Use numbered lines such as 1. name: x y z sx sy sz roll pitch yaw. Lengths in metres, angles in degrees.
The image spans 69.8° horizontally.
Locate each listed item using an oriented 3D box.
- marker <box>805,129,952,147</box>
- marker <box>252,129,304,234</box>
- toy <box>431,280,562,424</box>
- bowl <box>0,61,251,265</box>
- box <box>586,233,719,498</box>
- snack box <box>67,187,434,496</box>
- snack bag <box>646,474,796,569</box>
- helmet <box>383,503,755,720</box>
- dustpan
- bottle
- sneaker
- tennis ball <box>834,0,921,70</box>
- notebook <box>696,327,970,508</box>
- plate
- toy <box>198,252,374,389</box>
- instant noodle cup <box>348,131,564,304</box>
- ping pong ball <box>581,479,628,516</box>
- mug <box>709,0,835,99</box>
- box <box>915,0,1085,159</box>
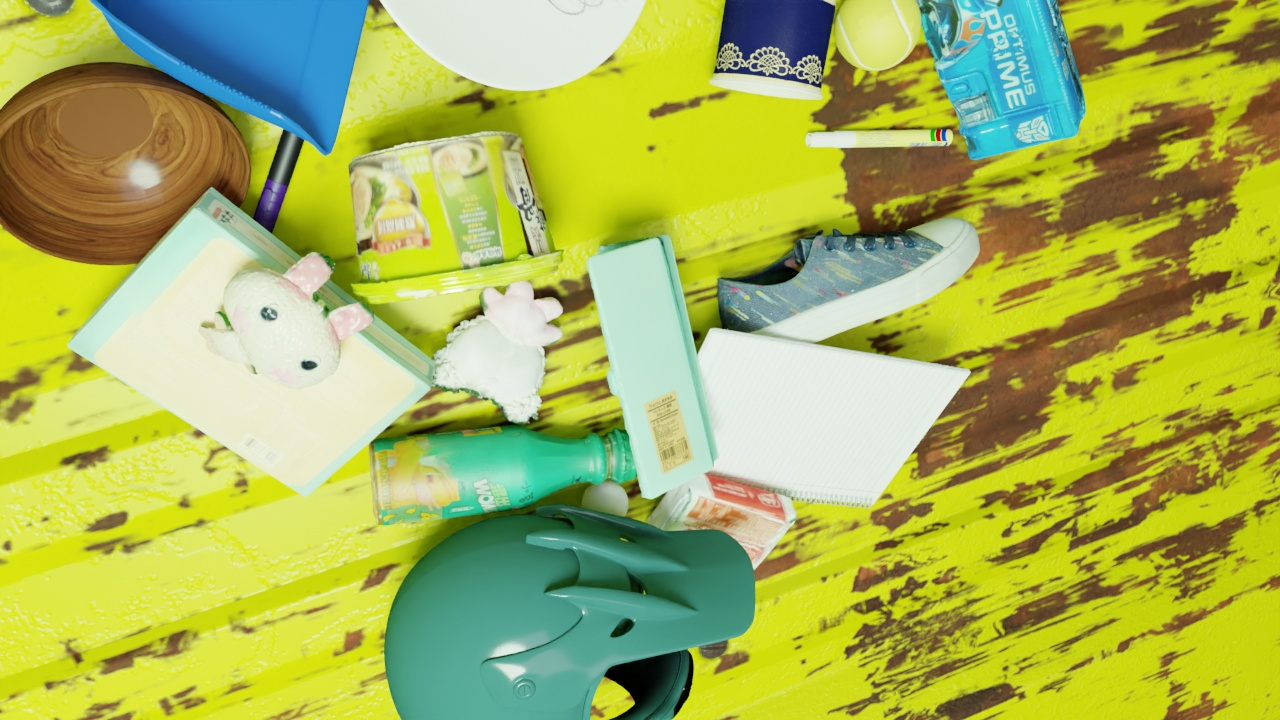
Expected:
1. marker: 0.201 -0.186 0.769 0.132 0.014 0.014 -5 109 -16
2. marker: -0.249 -0.138 0.640 0.015 0.018 0.134 23 100 -3
3. toy: -0.105 -0.012 0.717 0.095 0.041 0.109 29 91 -25
4. bowl: -0.331 -0.135 0.577 0.147 0.069 0.147 -24 153 -13
5. box: -0.005 0.005 0.697 0.092 0.077 0.188 -24 107 -46
6. snack box: -0.264 -0.003 0.640 0.142 0.044 0.193 -39 118 17
7. snack bag: 0.071 0.142 0.814 0.115 0.036 0.077 17 123 -23
8. helmet: -0.059 0.211 0.720 0.274 0.176 0.201 2 121 -12
9. dustpan: -0.287 -0.269 0.531 0.257 0.060 0.245 11 77 -12
10. bottle: -0.107 0.086 0.732 0.209 0.068 0.068 -4 109 -16
11. sneaker: 0.171 -0.076 0.762 0.235 0.087 0.079 -24 108 -5
12. tennis ball: 0.184 -0.259 0.711 0.065 0.065 0.065 -5 109 -16
13. notebook: 0.139 0.059 0.794 0.245 0.013 0.178 8 129 -20
14. plate: -0.090 -0.301 0.616 0.228 0.030 0.229 -9 107 -32
15. toy: -0.230 -0.020 0.584 0.112 0.050 0.087 -25 121 0
16. instant noodle cup: -0.130 -0.098 0.628 0.146 0.146 0.098 -11 100 -14
17. ping pong ball: -0.030 0.122 0.784 0.040 0.040 0.040 -5 109 -16
18. mug: 0.108 -0.247 0.690 0.111 0.086 0.089 -9 112 -53
19. box: 0.282 -0.299 0.735 0.243 0.094 0.115 56 45 -30
